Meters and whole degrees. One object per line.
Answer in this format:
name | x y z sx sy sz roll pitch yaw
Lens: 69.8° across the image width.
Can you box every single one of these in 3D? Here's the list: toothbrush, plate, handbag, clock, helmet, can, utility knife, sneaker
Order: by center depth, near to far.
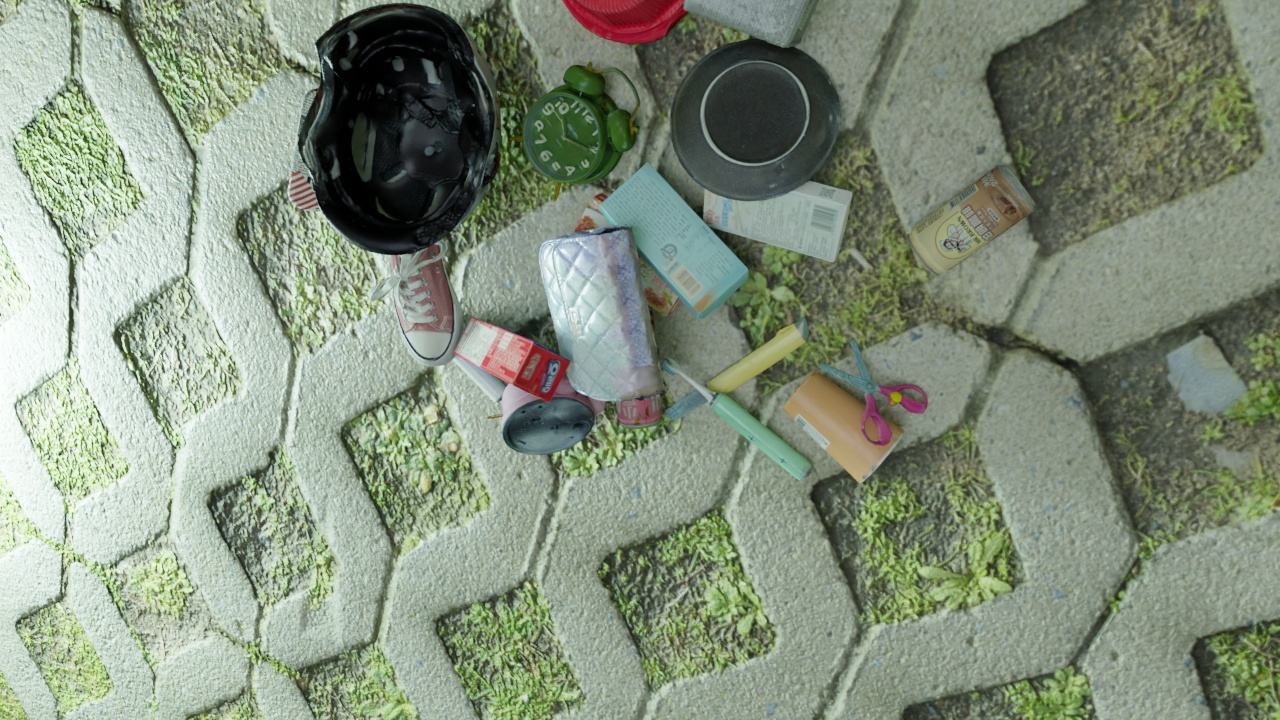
can | 0.335 -0.142 0.934 0.117 0.058 0.058 -39 91 28
plate | 0.119 -0.255 0.958 0.179 0.024 0.179 -1 83 8
handbag | -0.044 -0.050 1.034 0.134 0.075 0.194 1 109 49
clock | -0.068 -0.268 1.053 0.162 0.056 0.116 -36 93 28
helmet | -0.260 -0.263 1.069 0.230 0.156 0.274 4 99 11
utility knife | 0.113 0.017 1.101 0.221 0.022 0.031 -35 90 22
toothbrush | 0.115 0.068 1.102 0.224 0.026 0.027 39 141 -1
can | -0.007 0.007 1.123 0.058 0.057 0.147 0 108 22
clock | -0.106 0.052 1.150 0.159 0.117 0.059 -34 49 21
sneaker | -0.286 -0.106 1.164 0.118 0.087 0.241 -3 100 12
toothbrush | -0.205 0.027 1.228 0.221 0.026 0.026 45 141 2

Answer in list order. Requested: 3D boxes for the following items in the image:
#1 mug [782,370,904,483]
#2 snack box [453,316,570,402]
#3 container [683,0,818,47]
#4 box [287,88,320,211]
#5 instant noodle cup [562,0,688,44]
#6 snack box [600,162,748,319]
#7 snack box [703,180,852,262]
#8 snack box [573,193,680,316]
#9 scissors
mug | 0.227 0.072 1.046 0.123 0.078 0.078 39 117 11
snack box | -0.160 -0.006 1.111 0.057 0.208 0.058 29 85 -32
container | 0.119 -0.375 0.926 0.114 0.090 0.090 27 116 7
box | -0.411 -0.268 1.177 0.075 0.083 0.164 24 113 5
instant noodle cup | -0.021 -0.438 0.972 0.194 0.065 0.194 7 111 18
snack box | 0.038 -0.134 1.037 0.074 0.051 0.175 -42 83 -2
snack box | 0.146 -0.164 0.999 0.157 0.026 0.085 19 144 15
snack box | -0.009 -0.126 1.096 0.153 0.025 0.075 36 117 7
scissors | 0.255 0.038 1.016 0.133 0.130 0.017 24 151 -3
